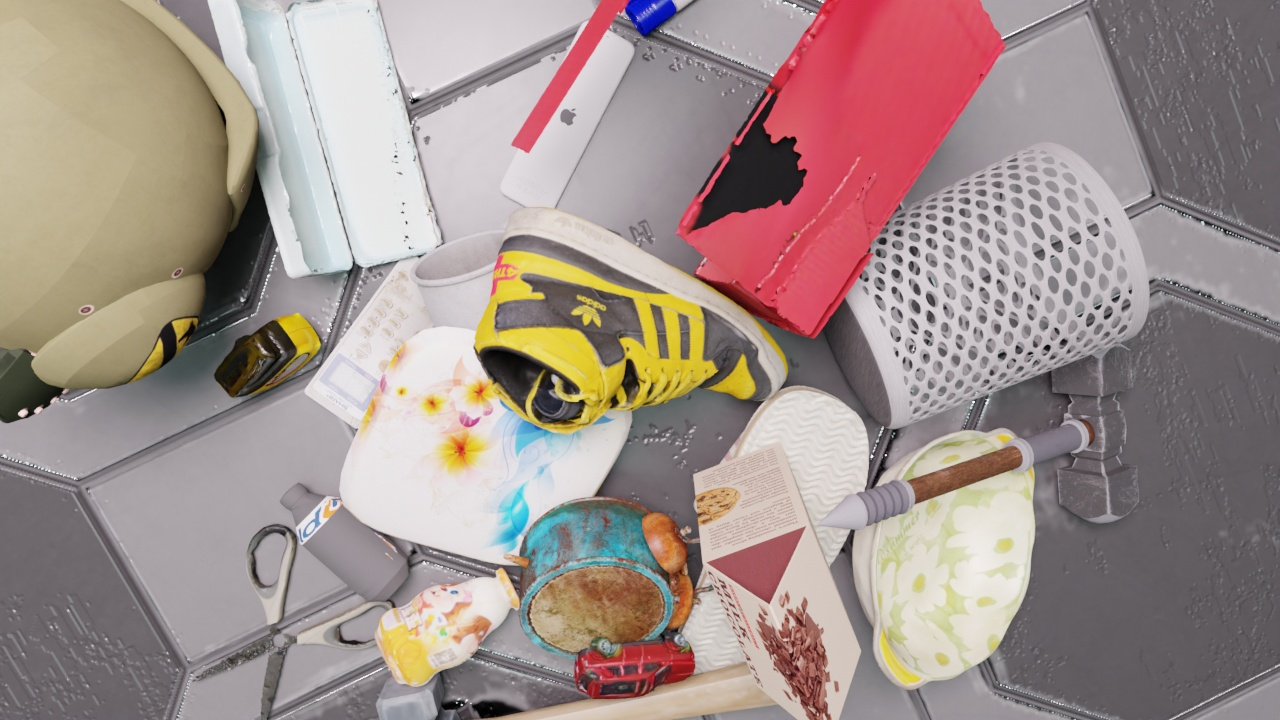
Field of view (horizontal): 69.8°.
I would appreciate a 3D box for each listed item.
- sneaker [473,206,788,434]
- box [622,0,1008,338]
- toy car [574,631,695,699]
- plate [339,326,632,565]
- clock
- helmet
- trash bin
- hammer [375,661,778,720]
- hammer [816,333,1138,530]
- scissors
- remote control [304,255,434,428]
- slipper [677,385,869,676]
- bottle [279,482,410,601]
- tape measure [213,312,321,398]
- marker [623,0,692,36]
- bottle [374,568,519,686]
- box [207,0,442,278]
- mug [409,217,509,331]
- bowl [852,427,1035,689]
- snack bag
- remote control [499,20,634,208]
[{"bbox_3d":[-0.004,0.003,0.625,0.238,0.086,0.122,29,67,-23],"label":"sneaker"},{"bbox_3d":[0.120,-0.126,0.541,0.124,0.378,0.211,35,93,8],"label":"box"},{"bbox_3d":[-0.004,0.228,0.682,0.091,0.036,0.042,-4,132,-15],"label":"toy car"},{"bbox_3d":[-0.113,0.074,0.675,0.186,0.016,0.187,21,114,-21],"label":"plate"},{"bbox_3d":[-0.016,0.160,0.697,0.157,0.073,0.121,-9,127,1],"label":"clock"},{"bbox_3d":[-0.350,-0.113,0.544,0.250,0.255,0.233,42,95,-10],"label":"helmet"},{"bbox_3d":[0.234,-0.049,0.670,0.183,0.156,0.156,-24,98,1],"label":"trash bin"},{"bbox_3d":[-0.041,0.282,0.724,0.323,0.051,0.117,-11,100,0],"label":"hammer"},{"bbox_3d":[0.253,0.078,0.673,0.321,0.043,0.156,-11,99,-30],"label":"hammer"},{"bbox_3d":[-0.277,0.206,0.723,0.170,0.012,0.157,-14,96,-5],"label":"scissors"},{"bbox_3d":[-0.198,-0.015,0.704,0.050,0.011,0.136,37,93,-8],"label":"remote control"},{"bbox_3d":[0.096,0.141,0.732,0.115,0.052,0.263,18,106,-3],"label":"slipper"},{"bbox_3d":[-0.227,0.137,0.702,0.047,0.047,0.112,-45,99,1],"label":"bottle"},{"bbox_3d":[-0.271,-0.007,0.672,0.066,0.064,0.037,-36,92,32],"label":"tape measure"},{"bbox_3d":[0.049,-0.294,0.686,0.133,0.023,0.027,-37,77,0],"label":"marker"},{"bbox_3d":[-0.147,0.203,0.711,0.109,0.063,0.063,-26,99,-16],"label":"bottle"},{"bbox_3d":[-0.221,-0.163,0.651,0.122,0.078,0.197,-17,97,-22],"label":"box"},{"bbox_3d":[-0.108,-0.055,0.674,0.084,0.112,0.070,4,124,34],"label":"mug"},{"bbox_3d":[0.226,0.146,0.716,0.188,0.060,0.218,49,67,-25],"label":"bowl"},{"bbox_3d":[0.088,0.143,0.597,0.070,0.206,0.094,-22,105,7],"label":"snack bag"},{"bbox_3d":[-0.056,-0.183,0.698,0.045,0.008,0.147,27,94,-7],"label":"remote control"}]
